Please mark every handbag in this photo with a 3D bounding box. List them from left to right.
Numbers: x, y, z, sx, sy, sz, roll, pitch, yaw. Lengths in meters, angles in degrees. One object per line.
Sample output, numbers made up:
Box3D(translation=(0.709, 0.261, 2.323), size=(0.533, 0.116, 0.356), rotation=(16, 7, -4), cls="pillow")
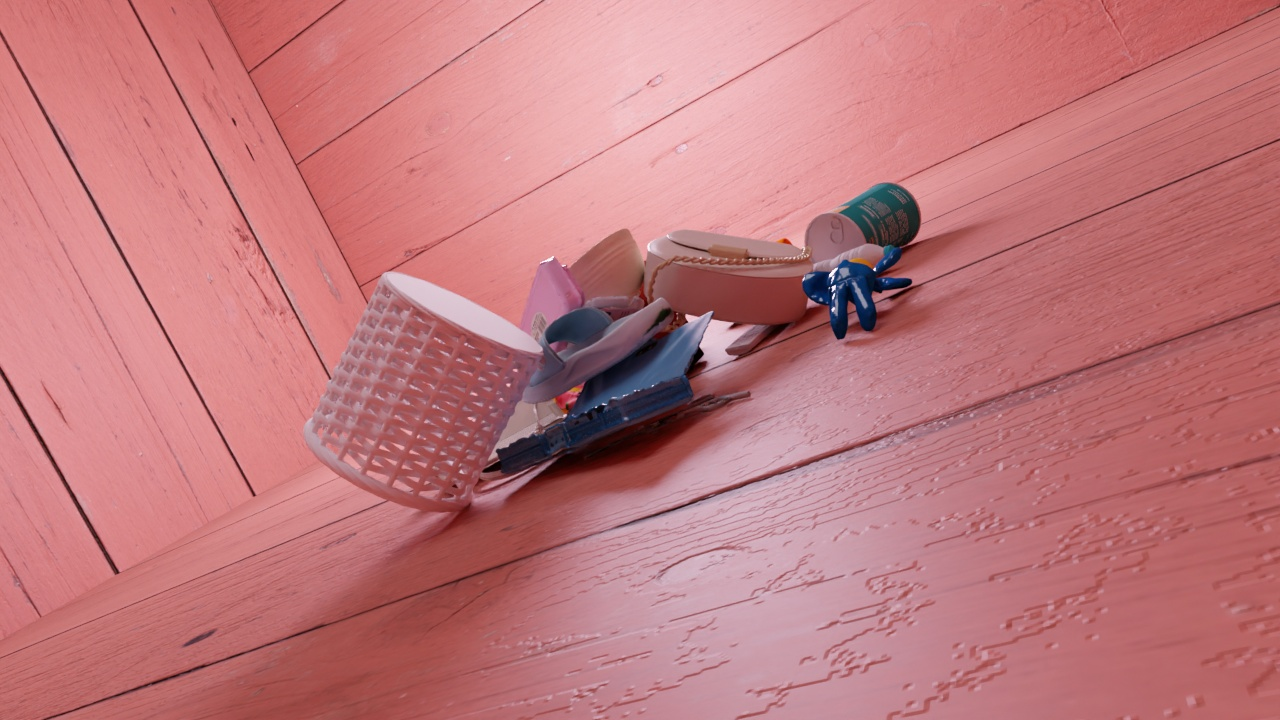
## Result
Box3D(translation=(-0.162, 0.108, 1.107), size=(0.175, 0.062, 0.198), rotation=(-28, 15, -16), cls="handbag")
Box3D(translation=(0.111, -0.102, 1.180), size=(0.211, 0.103, 0.208), rotation=(10, 20, 10), cls="handbag")

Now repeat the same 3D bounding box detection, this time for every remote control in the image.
Box3D(translation=(0.144, -0.033, 1.134), size=(0.033, 0.012, 0.130), rotation=(-13, 12, 32), cls="remote control")

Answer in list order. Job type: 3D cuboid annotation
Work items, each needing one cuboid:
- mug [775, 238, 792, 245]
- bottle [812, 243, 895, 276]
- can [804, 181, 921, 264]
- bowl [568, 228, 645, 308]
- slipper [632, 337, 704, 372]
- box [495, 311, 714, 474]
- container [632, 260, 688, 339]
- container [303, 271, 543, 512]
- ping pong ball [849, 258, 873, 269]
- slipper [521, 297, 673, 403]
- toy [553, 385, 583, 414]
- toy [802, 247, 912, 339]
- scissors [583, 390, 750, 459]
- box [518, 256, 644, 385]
Box3D(translation=(0.223, -0.148, 1.551), size=(0.096, 0.077, 0.112), rotation=(-23, -21, 27), cls="mug")
Box3D(translation=(0.273, -0.121, 1.200), size=(0.137, 0.044, 0.044), rotation=(-19, 9, 47), cls="bottle")
Box3D(translation=(0.314, -0.182, 1.292), size=(0.143, 0.099, 0.099), rotation=(-31, 8, -37), cls="can")
Box3D(translation=(-0.048, -0.095, 1.202), size=(0.150, 0.075, 0.151), rotation=(-42, -4, -4), cls="bowl")
Box3D(translation=(-0.007, 0.006, 1.101), size=(0.109, 0.083, 0.264), rotation=(-21, 12, 28), cls="slipper")
Box3D(translation=(-0.029, 0.045, 0.922), size=(0.174, 0.060, 0.232), rotation=(-42, 10, -39), cls="box")
Box3D(translation=(0.001, -0.031, 1.349), size=(0.148, 0.201, 0.127), rotation=(-27, 43, -4), cls="container")
Box3D(translation=(-0.225, 0.031, 0.962), size=(0.187, 0.189, 0.189), rotation=(-62, 3, 7), cls="container")
Box3D(translation=(0.264, -0.104, 1.114), size=(0.040, 0.040, 0.040), rotation=(-26, 6, 3), cls="ping pong ball")
Box3D(translation=(-0.060, -0.023, 1.019), size=(0.246, 0.074, 0.103), rotation=(-26, 9, 46), cls="slipper")
Box3D(translation=(-0.087, 0.045, 1.282), size=(0.103, 0.046, 0.084), rotation=(-17, 20, 7), cls="toy")
Box3D(translation=(0.214, -0.071, 0.936), size=(0.113, 0.071, 0.176), rotation=(-11, 11, 22), cls="toy")
Box3D(translation=(0.023, 0.059, 0.860), size=(0.152, 0.014, 0.131), rotation=(-26, 5, -25), cls="scissors")
Box3D(translation=(-0.078, -0.042, 1.146), size=(0.101, 0.111, 0.202), rotation=(-21, -23, -28), cls="box")
